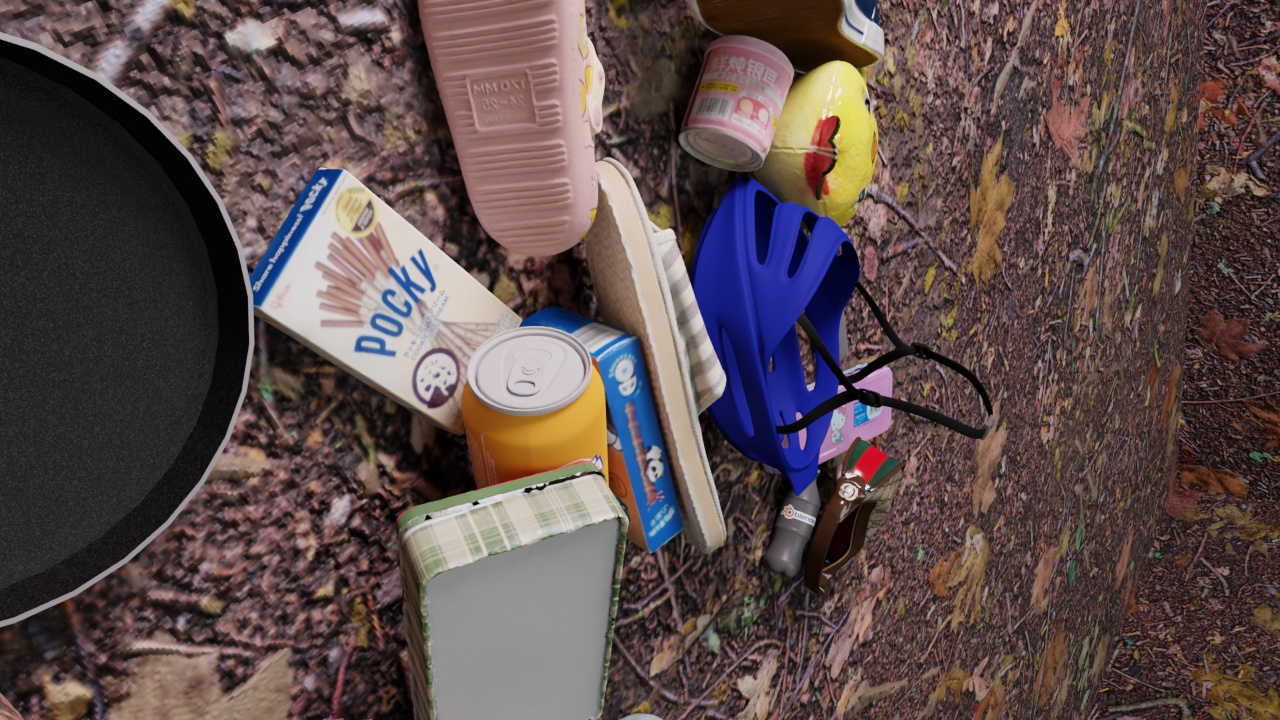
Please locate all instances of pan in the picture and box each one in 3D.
[{"bbox_3d":[-0.298,0.018,0.294,0.355,0.034,0.225,-32,123,-42],"label":"pan"}]

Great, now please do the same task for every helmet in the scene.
[{"bbox_3d":[0.142,-0.015,0.676,0.147,0.228,0.242,-26,116,-54],"label":"helmet"}]

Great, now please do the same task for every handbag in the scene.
[{"bbox_3d":[0.197,0.159,0.897,0.138,0.063,0.167,-45,155,-31],"label":"handbag"}]

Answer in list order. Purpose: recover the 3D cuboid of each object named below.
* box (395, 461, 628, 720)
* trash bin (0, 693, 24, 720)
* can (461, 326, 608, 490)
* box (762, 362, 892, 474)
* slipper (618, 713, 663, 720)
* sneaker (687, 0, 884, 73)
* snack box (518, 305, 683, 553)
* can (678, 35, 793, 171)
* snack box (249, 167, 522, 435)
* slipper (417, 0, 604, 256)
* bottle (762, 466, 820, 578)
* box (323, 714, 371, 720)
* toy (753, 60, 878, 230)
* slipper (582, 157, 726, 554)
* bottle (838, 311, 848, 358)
[{"bbox_3d":[-0.073,0.152,0.520,0.117,0.050,0.206,-16,135,-24],"label":"box"},{"bbox_3d":[-0.237,0.193,0.276,0.151,0.210,0.151,-16,111,-48],"label":"trash bin"},{"bbox_3d":[-0.059,0.056,0.537,0.078,0.079,0.143,-43,147,-36],"label":"can"},{"bbox_3d":[0.187,0.055,0.908,0.213,0.036,0.076,-15,107,-48],"label":"box"},{"bbox_3d":[-0.033,0.339,0.663,0.244,0.074,0.104,-17,109,-57],"label":"slipper"},{"bbox_3d":[0.116,-0.295,0.654,0.293,0.121,0.127,-14,101,-63],"label":"sneaker"},{"bbox_3d":[-0.025,0.044,0.594,0.034,0.087,0.151,-31,124,-29],"label":"snack box"},{"bbox_3d":[0.070,-0.187,0.669,0.067,0.067,0.076,28,79,-51],"label":"can"},{"bbox_3d":[-0.132,-0.027,0.495,0.150,0.026,0.081,43,68,-48],"label":"snack box"},{"bbox_3d":[-0.062,-0.159,0.511,0.081,0.093,0.197,-49,139,-60],"label":"slipper"},{"bbox_3d":[0.150,0.153,0.884,0.036,0.036,0.109,33,74,-50],"label":"bottle"},{"bbox_3d":[-0.165,0.317,0.537,0.084,0.077,0.231,-87,166,-62],"label":"box"},{"bbox_3d":[0.150,-0.174,0.750,0.207,0.092,0.134,-26,125,-62],"label":"toy"},{"bbox_3d":[0.016,0.003,0.594,0.054,0.114,0.273,-18,110,-10],"label":"slipper"},{"bbox_3d":[0.175,-0.056,0.864,0.030,0.030,0.113,-39,128,-38],"label":"bottle"}]
